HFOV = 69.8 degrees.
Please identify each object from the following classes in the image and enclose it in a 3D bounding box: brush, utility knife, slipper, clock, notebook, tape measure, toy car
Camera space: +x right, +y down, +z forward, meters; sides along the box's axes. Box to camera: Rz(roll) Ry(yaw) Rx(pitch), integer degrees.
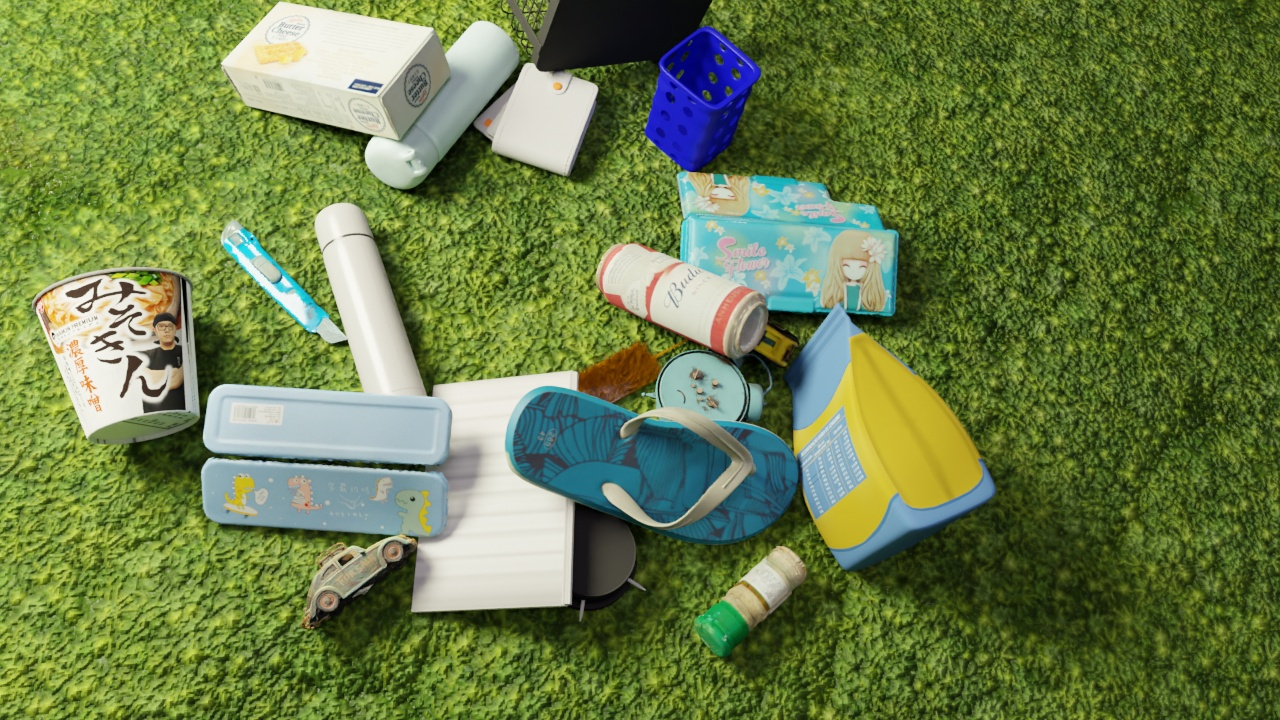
[{"bbox_3d":[-0.006,0.005,0.905,0.126,0.017,0.048,-28,74,-20],"label":"brush"},{"bbox_3d":[-0.347,-0.074,0.886,0.175,0.015,0.031,42,71,8],"label":"utility knife"},{"bbox_3d":[0.024,0.096,0.796,0.294,0.060,0.118,17,89,-25],"label":"slipper"},{"bbox_3d":[-0.051,0.162,0.814,0.091,0.043,0.120,-21,71,-17],"label":"clock"},{"bbox_3d":[-0.126,0.113,0.812,0.143,0.009,0.209,-6,65,14],"label":"notebook"},{"bbox_3d":[0.069,0.031,0.887,0.124,0.053,0.090,-22,73,-18],"label":"clock"},{"bbox_3d":[0.125,-0.025,0.914,0.062,0.067,0.038,30,101,5],"label":"tape measure"},{"bbox_3d":[-0.244,0.176,0.773,0.111,0.047,0.047,-36,81,-22],"label":"toy car"}]

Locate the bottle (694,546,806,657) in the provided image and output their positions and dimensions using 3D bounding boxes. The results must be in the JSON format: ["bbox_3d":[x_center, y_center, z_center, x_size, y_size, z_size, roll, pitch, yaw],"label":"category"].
[{"bbox_3d":[0.099,0.213,0.818,0.110,0.043,0.043,-37,77,-22],"label":"bottle"}]

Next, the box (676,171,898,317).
[{"bbox_3d":[0.154,-0.133,0.969,0.227,0.072,0.181,3,67,-8],"label":"box"}]

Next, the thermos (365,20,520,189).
[{"bbox_3d":[-0.208,-0.268,0.966,0.078,0.065,0.206,13,60,34],"label":"thermos"}]

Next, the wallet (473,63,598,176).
[{"bbox_3d":[-0.116,-0.267,0.998,0.115,0.038,0.118,18,68,-1],"label":"wallet"}]

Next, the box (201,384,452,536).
[{"bbox_3d":[-0.268,0.087,0.787,0.209,0.034,0.127,4,89,-3],"label":"box"}]

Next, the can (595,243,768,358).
[{"bbox_3d":[0.038,-0.061,0.885,0.170,0.067,0.067,26,62,30],"label":"can"}]

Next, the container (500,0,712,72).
[{"bbox_3d":[-0.034,-0.426,0.989,0.240,0.163,0.130,-18,70,-32],"label":"container"}]

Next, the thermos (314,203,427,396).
[{"bbox_3d":[-0.257,-0.048,0.868,0.052,0.052,0.224,-17,70,-16],"label":"thermos"}]

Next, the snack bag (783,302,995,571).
[{"bbox_3d":[0.201,0.069,0.834,0.102,0.159,0.205,-19,69,-19],"label":"snack bag"}]

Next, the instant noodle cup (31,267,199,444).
[{"bbox_3d":[-0.438,0.001,0.788,0.123,0.124,0.121,-15,79,-16],"label":"instant noodle cup"}]

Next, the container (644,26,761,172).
[{"bbox_3d":[0.063,-0.277,0.988,0.085,0.114,0.084,43,67,10],"label":"container"}]

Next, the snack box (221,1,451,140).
[{"bbox_3d":[-0.307,-0.296,0.930,0.208,0.057,0.104,17,62,21],"label":"snack box"}]
